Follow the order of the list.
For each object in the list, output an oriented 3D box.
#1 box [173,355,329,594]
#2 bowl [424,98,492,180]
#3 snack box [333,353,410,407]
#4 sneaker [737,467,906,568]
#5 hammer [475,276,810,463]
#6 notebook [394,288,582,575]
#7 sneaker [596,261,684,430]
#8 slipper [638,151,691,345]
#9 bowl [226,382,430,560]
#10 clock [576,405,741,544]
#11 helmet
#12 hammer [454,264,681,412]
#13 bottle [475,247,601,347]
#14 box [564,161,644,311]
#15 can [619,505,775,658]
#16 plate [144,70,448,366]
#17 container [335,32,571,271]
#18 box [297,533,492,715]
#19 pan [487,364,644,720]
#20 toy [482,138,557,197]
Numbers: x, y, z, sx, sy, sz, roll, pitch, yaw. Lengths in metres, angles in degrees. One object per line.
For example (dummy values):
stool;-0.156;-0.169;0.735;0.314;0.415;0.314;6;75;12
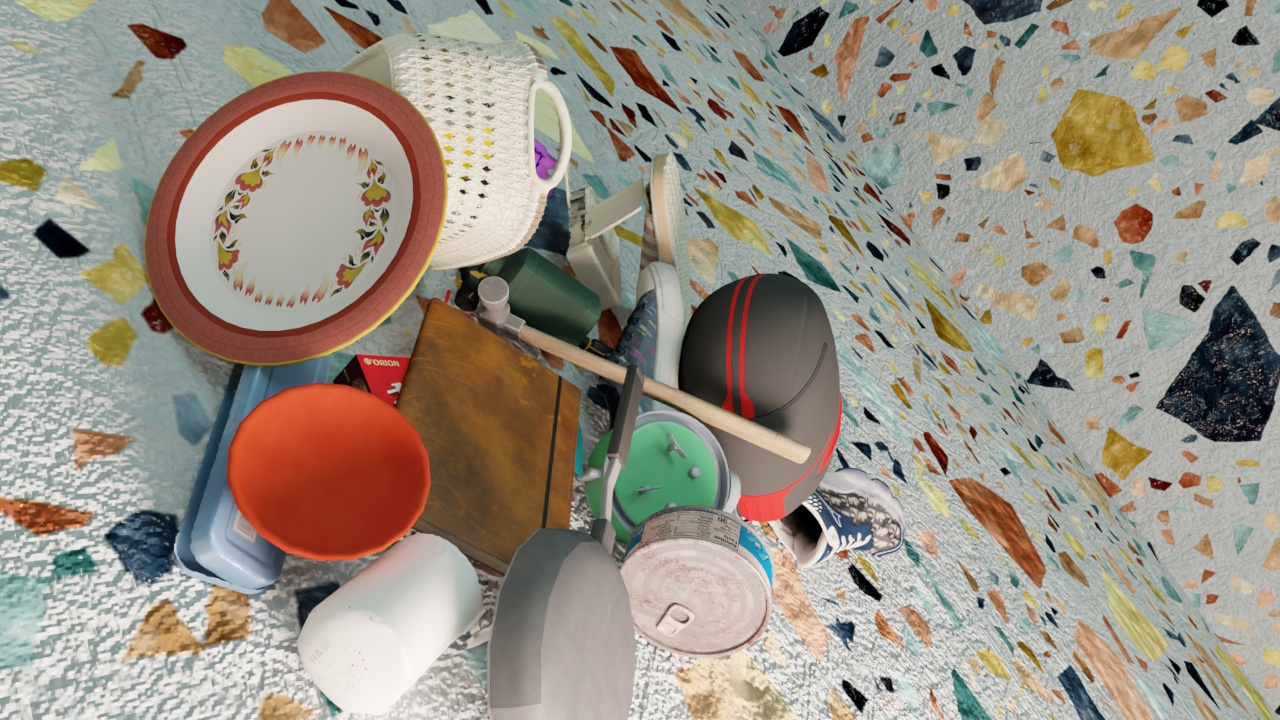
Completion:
box;-0.260;0.061;0.621;0.066;0.049;0.209;50;24;-39
bowl;-0.203;-0.236;0.996;0.117;0.068;0.117;-2;32;1
snack box;-0.154;0.063;0.745;0.151;0.036;0.132;5;50;-52
sneaker;0.206;0.186;1.056;0.269;0.103;0.132;32;47;-27
hammer;0.002;0.019;0.848;0.331;0.120;0.030;22;65;3
notebook;-0.115;0.060;0.744;0.178;0.014;0.248;34;31;-24
sneaker;-0.006;0.005;0.942;0.079;0.088;0.235;10;67;-15
slipper;0.027;-0.115;1.078;0.114;0.052;0.263;-76;162;-53
bowl;-0.197;0.075;0.581;0.122;0.035;0.121;16;50;-21
clock;0.031;0.121;0.836;0.161;0.075;0.121;40;65;-10
helmet;0.120;0.016;0.949;0.170;0.164;0.264;60;33;-50
hammer;-0.056;-0.018;0.986;0.320;0.036;0.123;35;36;-22
bottle;-0.107;-0.068;0.891;0.131;0.061;0.061;35;20;-18
box;-0.042;-0.164;1.068;0.095;0.186;0.145;-3;44;-1
can;0.046;0.186;0.769;0.130;0.130;0.044;42;29;-12
plate;-0.245;-0.104;0.659;0.229;0.230;0.021;59;0;20
container;-0.188;-0.176;0.788;0.142;0.247;0.184;2;86;-41
box;-0.135;0.168;0.602;0.112;0.085;0.162;40;27;3
pan;-0.028;0.138;0.680;0.356;0.041;0.179;-77;154;-42
toy;-0.141;-0.226;1.073;0.106;0.088;0.055;37;37;-20
